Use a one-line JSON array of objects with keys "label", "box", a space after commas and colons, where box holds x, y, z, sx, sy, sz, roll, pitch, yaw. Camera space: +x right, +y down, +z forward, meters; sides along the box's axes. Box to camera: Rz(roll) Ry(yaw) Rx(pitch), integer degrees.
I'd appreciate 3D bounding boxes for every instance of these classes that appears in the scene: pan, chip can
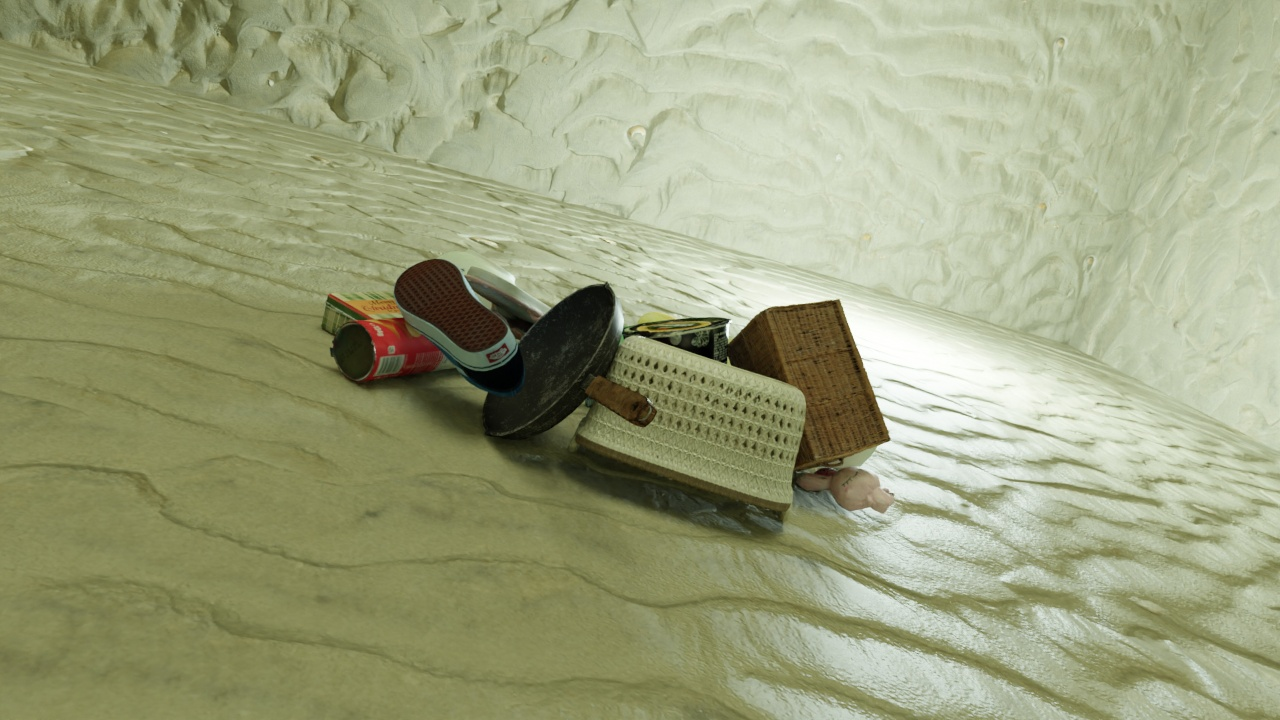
[{"label": "pan", "box": [-0.059, 0.020, 0.920, 0.040, 0.207, 0.357, 42, -7, -27]}, {"label": "chip can", "box": [-0.255, -0.020, 1.093, 0.073, 0.073, 0.232, 25, 18, 27]}]

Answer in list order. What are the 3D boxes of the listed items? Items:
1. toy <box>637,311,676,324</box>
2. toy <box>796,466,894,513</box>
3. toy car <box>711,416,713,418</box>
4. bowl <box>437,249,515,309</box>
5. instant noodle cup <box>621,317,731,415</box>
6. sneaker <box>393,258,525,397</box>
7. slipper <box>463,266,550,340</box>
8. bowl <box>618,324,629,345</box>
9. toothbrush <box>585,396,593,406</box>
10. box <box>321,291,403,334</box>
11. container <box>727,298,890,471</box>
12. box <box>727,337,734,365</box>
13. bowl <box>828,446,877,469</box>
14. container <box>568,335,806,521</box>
[{"label": "toy", "box": [0.070, -0.029, 1.511, 0.170, 0.064, 0.154, 28, 5, 10]}, {"label": "toy", "box": [0.245, 0.149, 1.093, 0.110, 0.047, 0.063, 9, 17, 35]}, {"label": "toy car", "box": [0.063, 0.083, 1.153, 0.091, 0.036, 0.042, 3, 18, -22]}, {"label": "bowl", "box": [-0.234, -0.109, 1.328, 0.153, 0.073, 0.153, 31, -6, 4]}, {"label": "instant noodle cup", "box": [0.048, 0.010, 1.123, 0.137, 0.112, 0.137, -6, 7, 1]}, {"label": "sneaker", "box": [-0.203, -0.030, 1.027, 0.083, 0.098, 0.241, -32, 42, -17]}, {"label": "slipper", "box": [-0.147, -0.048, 1.252, 0.114, 0.054, 0.274, 19, -11, 37]}, {"label": "bowl", "box": [-0.007, 0.007, 1.257, 0.151, 0.077, 0.150, 16, 15, -5]}, {"label": "toothbrush", "box": [-0.110, 0.052, 1.107, 0.016, 0.017, 0.188, 16, 12, 40]}, {"label": "box", "box": [-0.301, -0.051, 1.199, 0.118, 0.050, 0.205, 24, 17, 28]}, {"label": "container", "box": [0.196, 0.035, 1.107, 0.113, 0.198, 0.113, -11, -15, -27]}, {"label": "box", "box": [0.139, 0.030, 1.290, 0.141, 0.044, 0.187, 17, 39, 9]}, {"label": "bowl", "box": [0.264, 0.102, 1.241, 0.116, 0.066, 0.116, 16, 15, -5]}, {"label": "container", "box": [0.060, 0.068, 0.988, 0.246, 0.143, 0.184, 18, 2, 1]}]
